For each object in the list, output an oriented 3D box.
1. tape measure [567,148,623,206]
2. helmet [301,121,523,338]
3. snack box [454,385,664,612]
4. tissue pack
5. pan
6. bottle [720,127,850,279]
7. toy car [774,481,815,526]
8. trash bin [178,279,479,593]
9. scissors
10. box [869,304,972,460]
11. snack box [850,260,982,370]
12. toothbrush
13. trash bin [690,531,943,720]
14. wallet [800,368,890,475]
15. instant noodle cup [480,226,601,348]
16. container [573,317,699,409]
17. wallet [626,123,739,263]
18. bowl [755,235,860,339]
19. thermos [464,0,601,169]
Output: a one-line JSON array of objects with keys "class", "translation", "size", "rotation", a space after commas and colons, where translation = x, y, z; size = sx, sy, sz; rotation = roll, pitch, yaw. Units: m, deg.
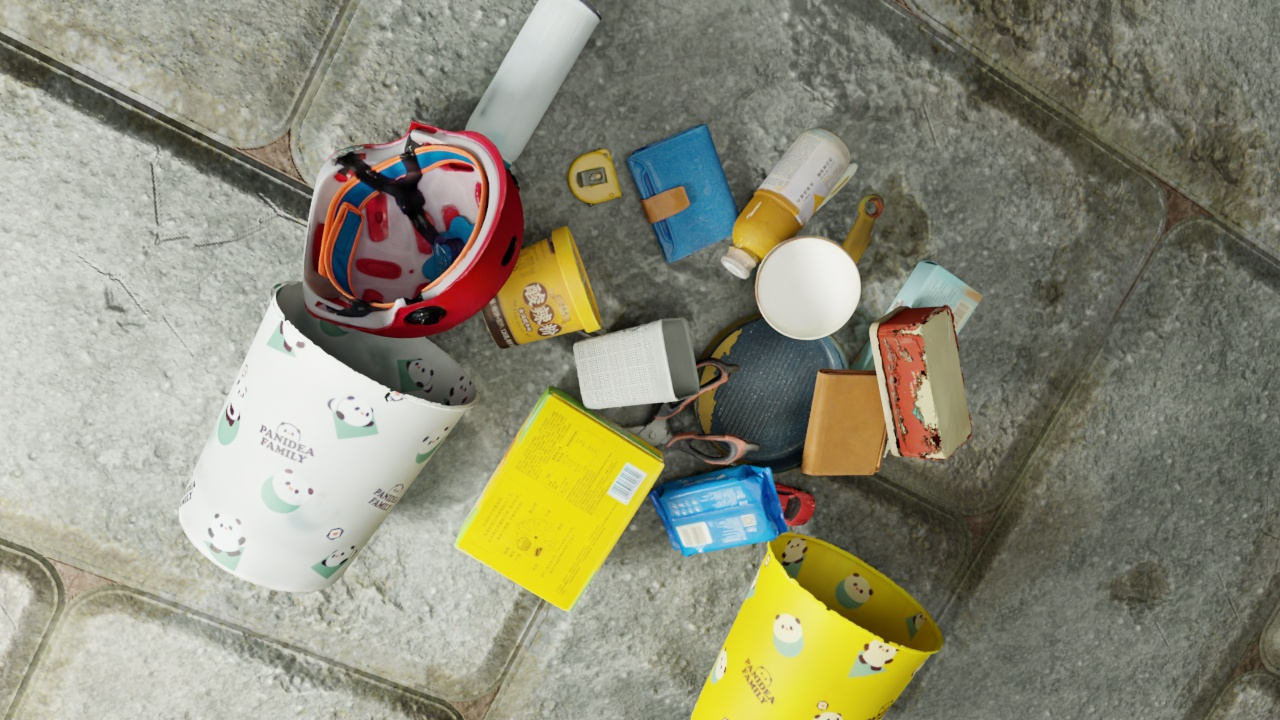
[{"class": "tape measure", "translation": [-0.053, -0.204, 1.029], "size": [0.057, 0.029, 0.060], "rotation": [-17, 105, -6]}, {"class": "helmet", "translation": [-0.208, -0.118, 0.919], "size": [0.240, 0.144, 0.206], "rotation": [-10, 69, 20]}, {"class": "snack box", "translation": [-0.093, 0.156, 1.053], "size": [0.157, 0.070, 0.210], "rotation": [32, 95, -6]}, {"class": "tissue pack", "translation": [0.096, 0.179, 1.109], "size": [0.157, 0.052, 0.095], "rotation": [-15, 107, 22]}, {"class": "pan", "translation": [0.192, -0.030, 1.088], "size": [0.197, 0.078, 0.357], "rotation": [21, 98, -15]}, {"class": "bottle", "translation": [0.162, -0.176, 1.042], "size": [0.068, 0.068, 0.189], "rotation": [40, 84, -16]}, {"class": "toy car", "translation": [0.172, 0.179, 1.156], "size": [0.106, 0.031, 0.049], "rotation": [18, 99, -16]}, {"class": "trash bin", "translation": [-0.329, 0.084, 0.948], "size": [0.229, 0.229, 0.252], "rotation": [30, 100, -15]}, {"class": "scissors", "translation": [0.036, 0.079, 1.084], "size": [0.227, 0.015, 0.189], "rotation": [12, 106, 4]}, {"class": "box", "translation": [0.330, 0.026, 1.053], "size": [0.091, 0.080, 0.168], "rotation": [-28, 110, -41]}, {"class": "snack box", "translation": [0.335, -0.031, 1.128], "size": [0.074, 0.051, 0.175], "rotation": [31, 95, -14]}, {"class": "toothbrush", "translation": [0.189, -0.165, 1.088], "size": [0.191, 0.018, 0.016], "rotation": [-45, 108, 1]}, {"class": "trash bin", "translation": [0.199, 0.378, 1.113], "size": [0.229, 0.229, 0.255], "rotation": [24, 102, -15]}, {"class": "wallet", "translation": [0.252, 0.074, 1.099], "size": [0.107, 0.031, 0.132], "rotation": [1, 110, -13]}, {"class": "instant noodle cup", "translation": [-0.114, -0.074, 1.005], "size": [0.114, 0.118, 0.118], "rotation": [-18, 105, 1]}, {"class": "container", "translation": [-0.006, 0.006, 1.031], "size": [0.114, 0.090, 0.090], "rotation": [-10, 89, 22]}, {"class": "wallet", "translation": [0.051, -0.190, 1.048], "size": [0.106, 0.040, 0.133], "rotation": [-25, 106, -9]}, {"class": "bowl", "translation": [0.182, -0.084, 1.016], "size": [0.113, 0.062, 0.113], "rotation": [1, 103, 3]}, {"class": "thermos", "translation": [-0.129, -0.287, 0.978], "size": [0.073, 0.073, 0.224], "rotation": [31, 96, -15]}]
